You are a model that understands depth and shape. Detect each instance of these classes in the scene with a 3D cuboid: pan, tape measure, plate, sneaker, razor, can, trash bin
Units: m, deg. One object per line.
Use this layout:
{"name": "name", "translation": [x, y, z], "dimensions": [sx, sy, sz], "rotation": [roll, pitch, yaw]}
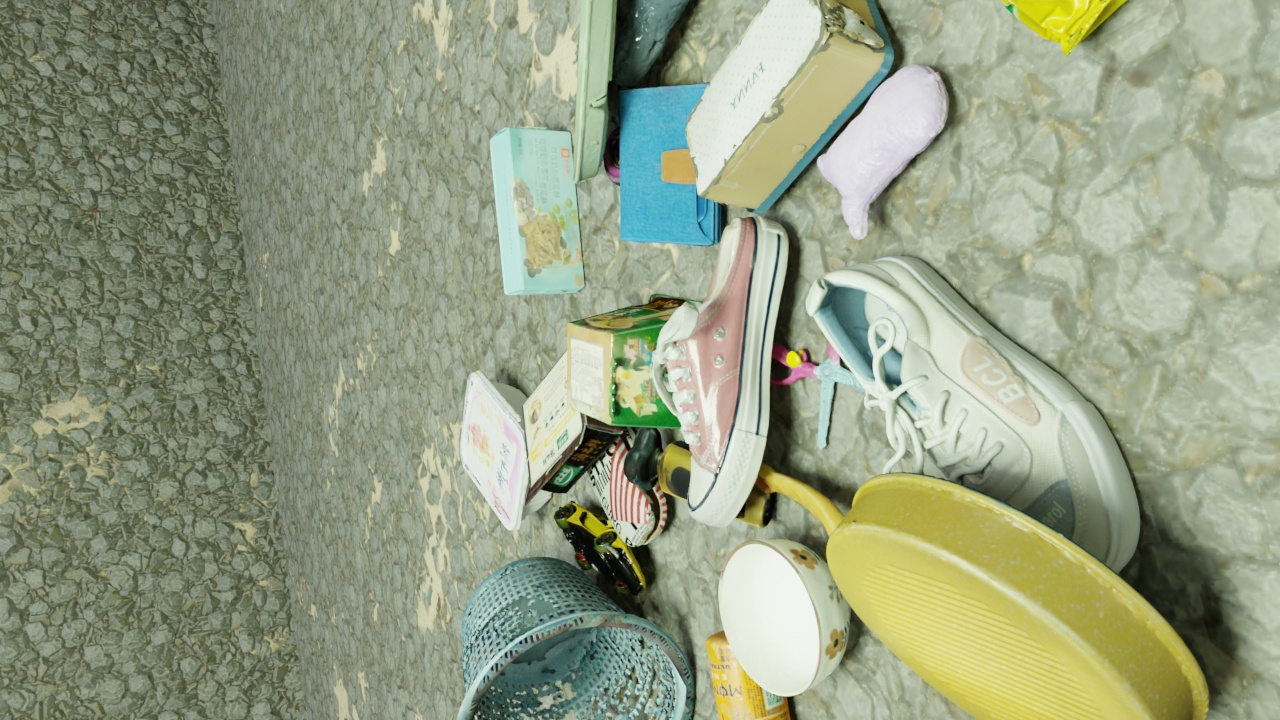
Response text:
{"name": "pan", "translation": [0.159, 0.124, 0.563], "dimensions": [0.198, 0.078, 0.358], "rotation": [54, 158, -23]}
{"name": "tape measure", "translation": [-0.005, -0.188, 0.844], "dimensions": [0.058, 0.039, 0.057], "rotation": [-33, 70, 48]}
{"name": "plate", "translation": [-0.042, -0.273, 0.818], "dimensions": [0.230, 0.027, 0.230], "rotation": [-179, 91, -83]}
{"name": "sneaker", "translation": [0.182, 0.027, 0.538], "dimensions": [0.242, 0.090, 0.090], "rotation": [58, 140, 34]}
{"name": "sneaker", "translation": [0.051, 0.006, 0.702], "dimensions": [0.118, 0.088, 0.241], "rotation": [-156, 75, -79]}
{"name": "razor", "translation": [0.048, 0.104, 0.787], "dimensions": [0.168, 0.067, 0.062], "rotation": [18, 110, 48]}
{"name": "can", "translation": [0.093, 0.293, 0.743], "dimensions": [0.058, 0.058, 0.146], "rotation": [-20, 78, 56]}
{"name": "trash bin", "translation": [-0.087, 0.301, 0.907], "dimensions": [0.195, 0.226, 0.227], "rotation": [-141, 53, -63]}

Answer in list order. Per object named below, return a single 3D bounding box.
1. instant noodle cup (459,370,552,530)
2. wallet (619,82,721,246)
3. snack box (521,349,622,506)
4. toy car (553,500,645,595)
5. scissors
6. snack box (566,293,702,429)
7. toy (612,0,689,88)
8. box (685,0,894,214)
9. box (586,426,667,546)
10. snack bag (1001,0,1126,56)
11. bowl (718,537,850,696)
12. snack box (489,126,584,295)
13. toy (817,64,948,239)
{"name": "instant noodle cup", "translation": [-0.154, 0.102, 1.098], "dimensions": [0.173, 0.060, 0.138], "rotation": [40, 126, 46]}
{"name": "wallet", "translation": [0.025, -0.164, 0.778], "dimensions": [0.106, 0.040, 0.133], "rotation": [9, 106, 36]}
{"name": "snack box", "translation": [-0.072, 0.065, 0.896], "dimensions": [0.114, 0.053, 0.125], "rotation": [-49, 40, 37]}
{"name": "toy car", "translation": [-0.038, 0.191, 0.937], "dimensions": [0.156, 0.041, 0.071], "rotation": [17, 135, 58]}
{"name": "scissors", "translation": [0.136, 0.002, 0.675], "dimensions": [0.133, 0.017, 0.134], "rotation": [25, 115, 49]}
{"name": "snack box", "translation": [-0.005, 0.005, 0.810], "dimensions": [0.118, 0.105, 0.118], "rotation": [16, 107, 56]}
{"name": "toy", "translation": [0.032, -0.390, 0.713], "dimensions": [0.138, 0.091, 0.357], "rotation": [-133, 49, -60]}
{"name": "box", "translation": [0.095, -0.185, 0.658], "dimensions": [0.185, 0.062, 0.089], "rotation": [132, 138, -51]}
{"name": "box", "translation": [-0.026, 0.109, 0.900], "dimensions": [0.072, 0.060, 0.164], "rotation": [-48, 46, 19]}
{"name": "snack bag", "translation": [0.204, -0.295, 0.481], "dimensions": [0.158, 0.068, 0.246], "rotation": [-56, 50, 45]}
{"name": "bowl", "translation": [0.117, 0.186, 0.688], "dimensions": [0.114, 0.062, 0.113], "rotation": [15, 107, 57]}
{"name": "snack box", "translation": [-0.110, -0.157, 0.977], "dimensions": [0.052, 0.074, 0.175], "rotation": [-5, 90, 58]}
{"name": "toy", "translation": [0.158, -0.141, 0.596], "dimensions": [0.108, 0.039, 0.083], "rotation": [-50, 42, 40]}
